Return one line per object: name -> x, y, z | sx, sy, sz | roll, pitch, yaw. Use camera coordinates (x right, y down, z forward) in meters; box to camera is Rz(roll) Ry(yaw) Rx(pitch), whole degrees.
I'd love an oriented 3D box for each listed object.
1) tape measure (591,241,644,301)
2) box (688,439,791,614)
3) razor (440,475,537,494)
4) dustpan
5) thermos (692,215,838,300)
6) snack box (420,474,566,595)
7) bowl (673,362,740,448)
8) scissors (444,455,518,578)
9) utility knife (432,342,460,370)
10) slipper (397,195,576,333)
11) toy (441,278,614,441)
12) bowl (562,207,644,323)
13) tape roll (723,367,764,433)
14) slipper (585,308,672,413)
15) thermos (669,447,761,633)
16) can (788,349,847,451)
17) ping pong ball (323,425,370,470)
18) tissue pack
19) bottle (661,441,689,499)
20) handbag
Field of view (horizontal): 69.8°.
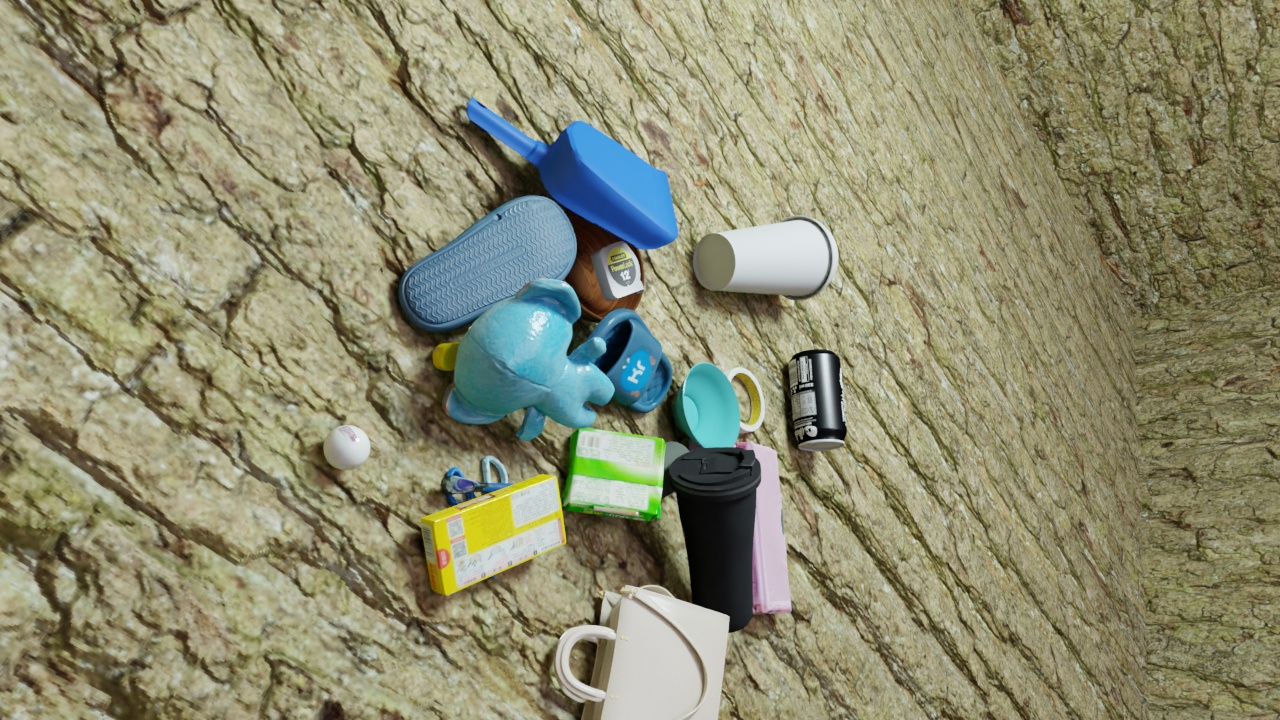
tape measure -> -0.026, -0.104, 1.068 | 0.064, 0.017, 0.065 | -25, 96, -49
box -> 0.141, 0.224, 1.236 | 0.180, 0.051, 0.232 | 12, 68, -46
razor -> -0.144, 0.134, 0.939 | 0.140, 0.018, 0.043 | 15, 65, -47
dustpan -> -0.082, -0.239, 1.074 | 0.257, 0.060, 0.245 | 33, 23, -19
thermos -> 0.184, -0.150, 1.366 | 0.221, 0.132, 0.131 | -8, 83, -42
snack box -> -0.143, 0.170, 0.912 | 0.152, 0.025, 0.075 | -16, 103, -42
bowl -> 0.078, 0.067, 1.216 | 0.121, 0.046, 0.121 | 20, 63, -44
scissors -> -0.151, 0.158, 0.948 | 0.096, 0.020, 0.132 | -39, 106, -45
utility knife -> -0.149, -0.009, 1.001 | 0.186, 0.020, 0.029 | -6, 103, -51
slipper -> -0.157, -0.095, 0.969 | 0.213, 0.059, 0.104 | -35, 93, -26
toy -> -0.108, 0.005, 0.956 | 0.180, 0.115, 0.183 | 31, 100, -38
bowl -> -0.069, -0.109, 1.089 | 0.147, 0.069, 0.147 | 19, 64, -44
tape roll -> 0.144, 0.057, 1.318 | 0.094, 0.019, 0.094 | 19, 63, -45
slipper -> -0.006, 0.006, 1.081 | 0.103, 0.059, 0.213 | -61, 150, -6
thermos -> 0.093, 0.213, 1.092 | 0.105, 0.106, 0.219 | -32, 123, -50
can -> 0.274, 0.062, 1.419 | 0.080, 0.080, 0.146 | 17, 65, -45
ping pong ball -> -0.263, 0.078, 0.821 | 0.040, 0.040, 0.040 | 20, 63, -44
tissue pack -> -0.029, 0.130, 1.035 | 0.114, 0.034, 0.099 | 8, 64, -2
bottle -> 0.016, 0.139, 1.109 | 0.108, 0.060, 0.060 | -19, 92, -50
handbag -> -0.008, 0.339, 0.998 | 0.197, 0.102, 0.194 | 28, 57, -27
